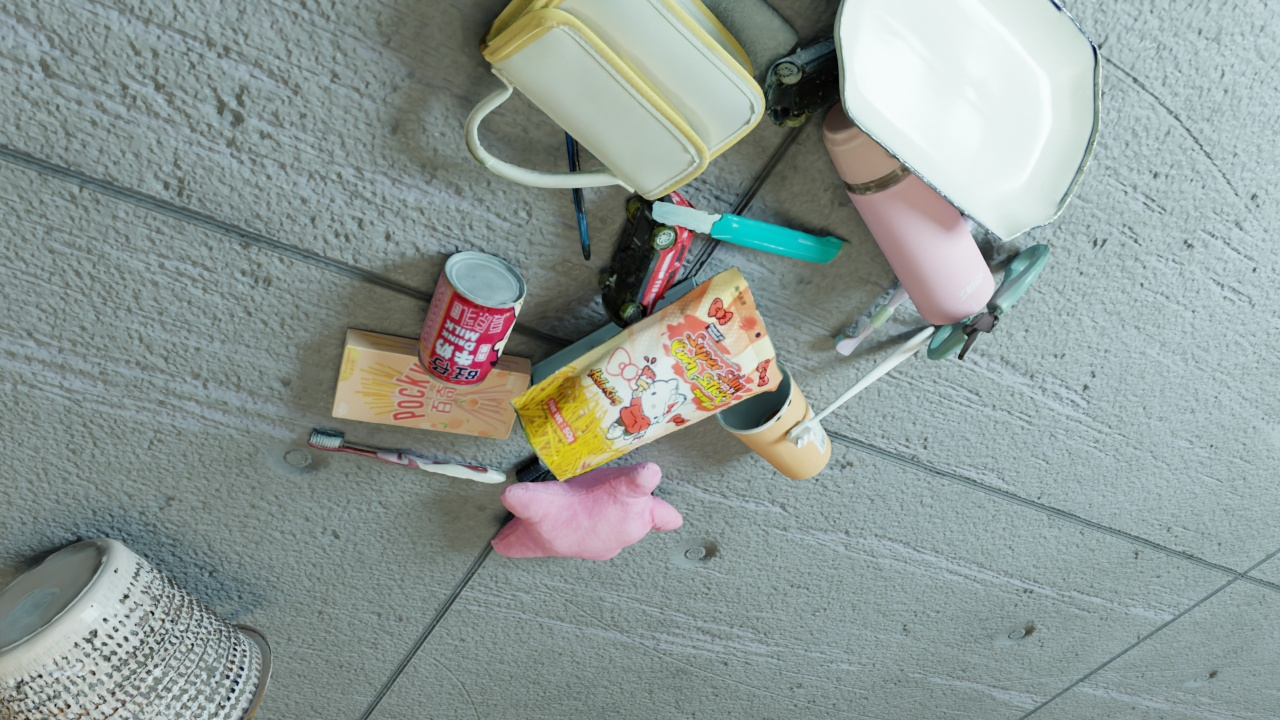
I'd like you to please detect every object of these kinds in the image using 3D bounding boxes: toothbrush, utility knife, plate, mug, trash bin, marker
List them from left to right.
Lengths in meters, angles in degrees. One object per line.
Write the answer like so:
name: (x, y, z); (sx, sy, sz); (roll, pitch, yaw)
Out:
trash bin: (-0.501, 0.284, 0.864); (0.228, 0.227, 0.192); (-21, 120, 8)
toothbrush: (-0.215, 0.090, 0.860); (0.187, 0.016, 0.017); (15, 118, -23)
marker: (-0.067, 0.082, 0.880); (0.131, 0.018, 0.022); (-33, 138, 19)
toothbrush: (-0.048, -0.150, 0.673); (0.016, 0.014, 0.190); (-21, 135, -15)
utility knife: (0.090, -0.100, 0.715); (0.208, 0.013, 0.029); (6, 133, -38)
mug: (0.131, 0.061, 0.865); (0.078, 0.078, 0.123); (-30, 136, 16)
toothbrush: (0.204, 0.022, 0.831); (0.180, 0.016, 0.016); (-36, 139, -14)
toothbrush: (0.238, -0.074, 0.797); (0.190, 0.021, 0.029); (-50, 161, 28)
plate: (0.226, -0.193, 0.638); (0.265, 0.034, 0.162); (25, 91, -31)

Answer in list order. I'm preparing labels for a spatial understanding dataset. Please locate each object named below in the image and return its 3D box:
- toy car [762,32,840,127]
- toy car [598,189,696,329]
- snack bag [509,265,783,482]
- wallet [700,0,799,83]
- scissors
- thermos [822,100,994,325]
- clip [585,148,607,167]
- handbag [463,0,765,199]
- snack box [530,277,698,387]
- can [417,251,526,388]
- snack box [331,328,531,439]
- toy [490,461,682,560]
toy car: (0.130, -0.203, 0.641); (0.105, 0.031, 0.049); (-28, 145, -3)
toy car: (0.006, -0.079, 0.721); (0.045, 0.053, 0.121); (1, 130, -35)
snack bag: (0.008, 0.020, 0.744); (0.208, 0.073, 0.129); (-27, 128, 4)
wallet: (0.034, -0.211, 0.632); (0.097, 0.019, 0.121); (31, 121, -31)
scissors: (0.279, -0.030, 0.776); (0.019, 0.177, 0.170); (43, 139, 3)
thermos: (0.214, -0.124, 0.711); (0.087, 0.067, 0.198); (-45, 121, -8)
clip: (-0.016, -0.148, 0.680); (0.048, 0.014, 0.057); (-37, 127, 19)
handbag: (-0.028, -0.169, 0.608); (0.179, 0.063, 0.163); (-38, 125, 25)
snack box: (-0.005, 0.005, 0.797); (0.175, 0.051, 0.074); (-29, 131, 15)
can: (-0.136, -0.031, 0.728); (0.066, 0.066, 0.094); (13, 128, -22)
snack box: (-0.181, 0.023, 0.796); (0.157, 0.026, 0.085); (9, 130, -19)
toy: (-0.058, 0.161, 0.920); (0.195, 0.074, 0.179); (-12, 144, 4)
